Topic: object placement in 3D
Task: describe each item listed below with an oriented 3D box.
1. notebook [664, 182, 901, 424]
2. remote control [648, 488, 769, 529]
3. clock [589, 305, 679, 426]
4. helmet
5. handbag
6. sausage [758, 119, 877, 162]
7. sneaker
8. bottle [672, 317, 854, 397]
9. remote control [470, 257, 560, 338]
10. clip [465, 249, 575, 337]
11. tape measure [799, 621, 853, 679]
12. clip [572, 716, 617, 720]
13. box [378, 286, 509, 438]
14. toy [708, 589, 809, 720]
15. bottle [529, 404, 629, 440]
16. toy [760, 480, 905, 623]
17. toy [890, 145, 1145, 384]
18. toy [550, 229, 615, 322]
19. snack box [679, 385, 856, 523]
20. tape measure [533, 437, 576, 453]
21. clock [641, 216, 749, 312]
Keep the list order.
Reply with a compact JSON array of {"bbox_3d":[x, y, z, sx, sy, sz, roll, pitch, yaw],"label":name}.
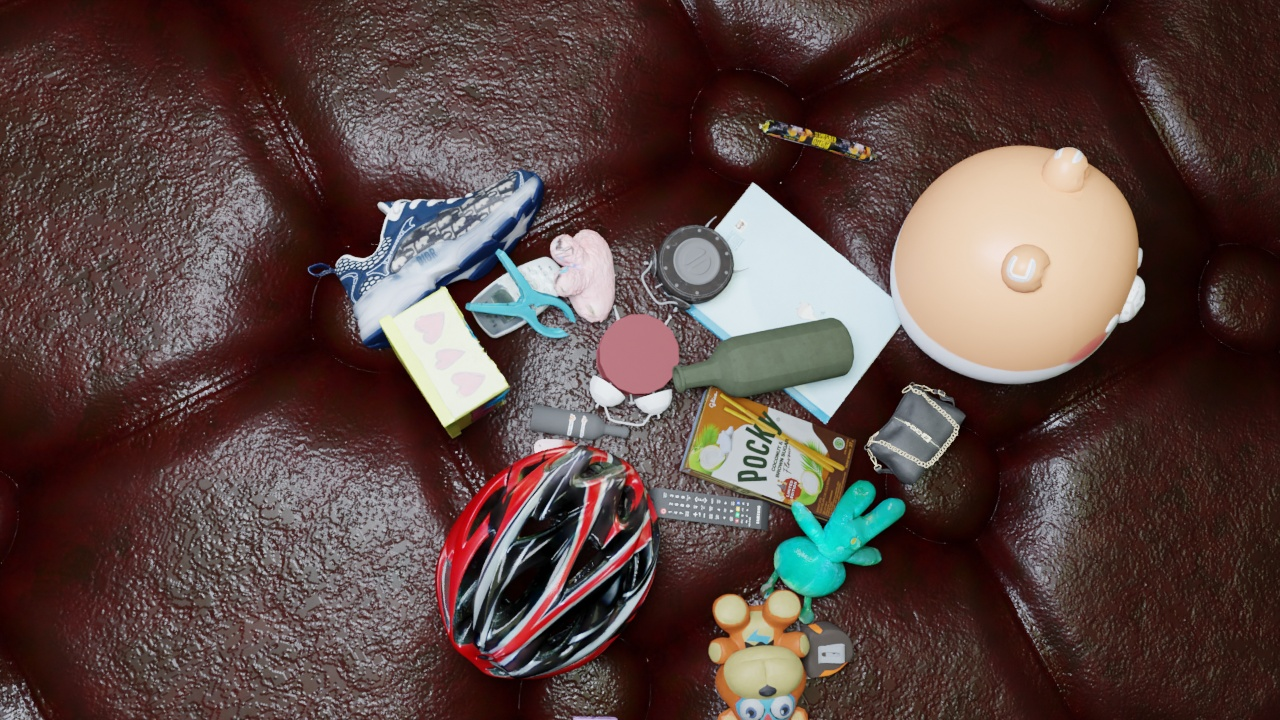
[{"bbox_3d":[0.180,-0.070,1.117,0.253,0.009,0.181,39,80,-2],"label":"notebook"},{"bbox_3d":[0.081,0.173,1.071,0.146,0.015,0.033,8,77,-7],"label":"remote control"},{"bbox_3d":[-0.007,0.006,1.061,0.096,0.048,0.137,10,82,-7],"label":"clock"},{"bbox_3d":[-0.087,0.212,0.978,0.217,0.167,0.271,46,69,-13],"label":"helmet"},{"bbox_3d":[0.327,0.088,1.105,0.079,0.054,0.128,38,82,9],"label":"handbag"},{"bbox_3d":[0.221,-0.274,1.141,0.155,0.020,0.020,14,82,-7],"label":"sausage"},{"bbox_3d":[-0.234,-0.142,1.026,0.269,0.103,0.132,-41,84,-7],"label":"sneaker"},{"bbox_3d":[0.138,0.002,1.052,0.206,0.071,0.071,-11,85,-15],"label":"bottle"},{"bbox_3d":[-0.139,-0.074,1.061,0.114,0.028,0.060,-33,89,-10],"label":"remote control"},{"bbox_3d":[-0.123,-0.073,1.029,0.120,0.027,0.103,32,95,-26],"label":"clip"},{"bbox_3d":[0.215,0.334,1.057,0.058,0.038,0.058,-1,95,-13],"label":"tape measure"},{"bbox_3d":[-0.054,0.414,1.027,0.051,0.014,0.045,18,81,-4],"label":"clip"},{"bbox_3d":[-0.199,0.009,0.946,0.080,0.221,0.124,-33,91,-10],"label":"box"},{"bbox_3d":[0.134,0.344,1.026,0.112,0.096,0.176,-6,98,-2],"label":"toy"},{"bbox_3d":[-0.069,0.074,1.053,0.113,0.030,0.030,10,82,-7],"label":"bottle"},{"bbox_3d":[0.214,0.215,1.035,0.130,0.072,0.194,31,117,-11],"label":"toy"},{"bbox_3d":[0.420,-0.109,1.023,0.266,0.281,0.262,24,80,15],"label":"toy"},{"bbox_3d":[-0.066,-0.100,1.043,0.053,0.105,0.108,-7,79,26],"label":"toy"},{"bbox_3d":[0.150,0.111,1.072,0.186,0.032,0.101,20,72,-5],"label":"snack box"},{"bbox_3d":[-0.092,0.113,1.051,0.051,0.019,0.059,-20,87,-10],"label":"tape measure"},{"bbox_3d":[0.058,-0.109,1.076,0.122,0.044,0.091,-32,88,-9],"label":"clock"}]
